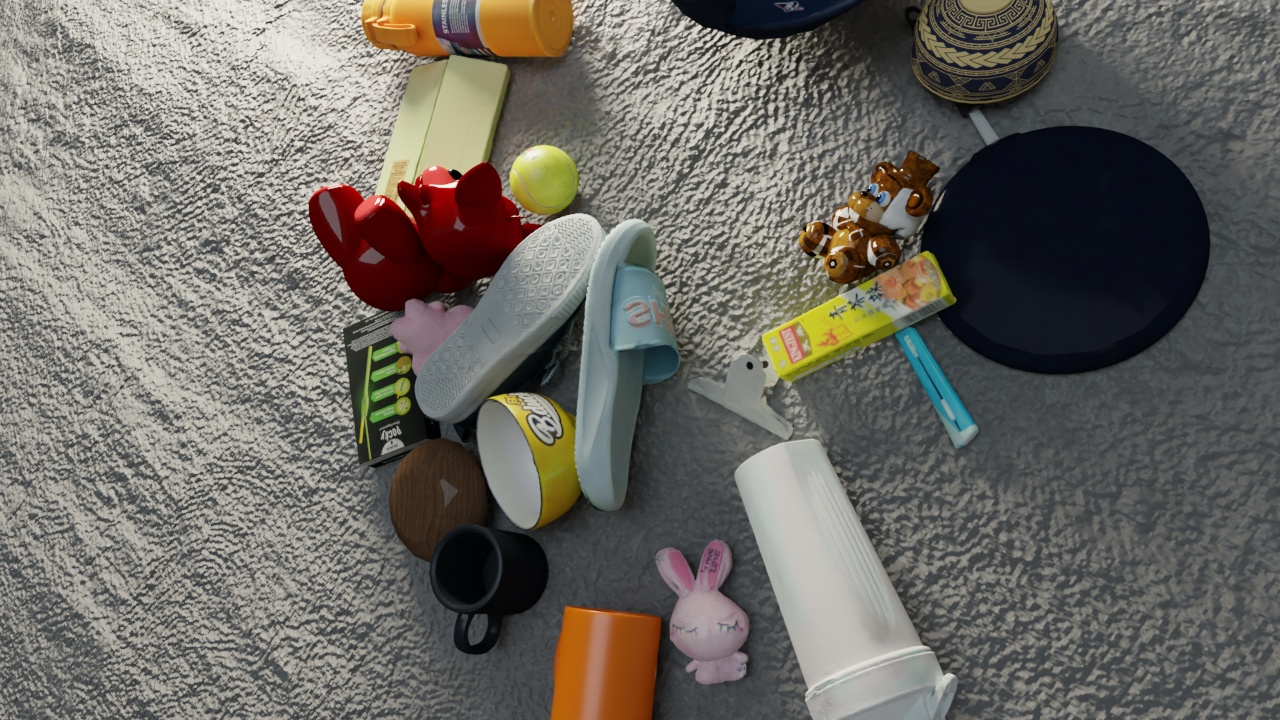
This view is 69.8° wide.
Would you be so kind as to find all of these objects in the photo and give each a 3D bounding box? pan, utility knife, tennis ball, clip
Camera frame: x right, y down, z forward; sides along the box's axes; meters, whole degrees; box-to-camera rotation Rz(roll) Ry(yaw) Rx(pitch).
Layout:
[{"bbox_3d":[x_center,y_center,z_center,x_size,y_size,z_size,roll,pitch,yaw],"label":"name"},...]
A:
[{"bbox_3d":[0.289,-0.155,0.725,0.199,0.021,0.356,-27,65,15],"label":"pan"},{"bbox_3d":[0.222,0.011,0.710,0.022,0.015,0.123,-43,58,33],"label":"utility knife"},{"bbox_3d":[-0.091,-0.172,0.875,0.065,0.065,0.065,-7,72,22],"label":"tennis ball"},{"bbox_3d":[0.092,0.020,0.765,0.102,0.040,0.054,28,107,27],"label":"clip"}]

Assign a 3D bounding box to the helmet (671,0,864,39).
[{"bbox_3d":[0.125,-0.376,0.747,0.273,0.222,0.232,19,98,37],"label":"helmet"}]

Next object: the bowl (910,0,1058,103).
[{"bbox_3d":[0.273,-0.268,0.727,0.112,0.061,0.112,-7,63,14],"label":"bowl"}]

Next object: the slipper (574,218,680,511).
[{"bbox_3d":[-0.005,0.004,0.768,0.074,0.104,0.245,3,76,13],"label":"slipper"}]

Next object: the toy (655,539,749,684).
[{"bbox_3d":[0.050,0.195,0.716,0.063,0.047,0.110,-18,65,10],"label":"toy"}]

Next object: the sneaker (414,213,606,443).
[{"bbox_3d":[-0.102,-0.024,0.825,0.236,0.087,0.089,-47,54,7],"label":"sneaker"}]

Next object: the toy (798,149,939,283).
[{"bbox_3d":[0.188,-0.114,0.730,0.113,0.067,0.087,-58,32,21],"label":"toy"}]

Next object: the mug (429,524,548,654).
[{"bbox_3d":[-0.131,0.196,0.779,0.071,0.077,0.105,5,77,25],"label":"mug"}]

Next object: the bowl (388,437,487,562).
[{"bbox_3d":[-0.193,0.129,0.837,0.118,0.030,0.118,-3,85,34],"label":"bowl"}]

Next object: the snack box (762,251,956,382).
[{"bbox_3d":[0.171,-0.032,0.726,0.148,0.029,0.040,-28,66,23],"label":"snack box"}]

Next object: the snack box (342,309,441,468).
[{"bbox_3d":[-0.248,0.023,0.912,0.080,0.025,0.147,-21,68,18],"label":"snack box"}]

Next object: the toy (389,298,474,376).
[{"bbox_3d":[-0.189,-0.020,0.863,0.099,0.096,0.053,-53,32,3],"label":"toy"}]

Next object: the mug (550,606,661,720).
[{"bbox_3d":[-0.038,0.248,0.731,0.113,0.077,0.095,-11,68,51],"label":"mug"}]

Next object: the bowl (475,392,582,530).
[{"bbox_3d":[-0.086,0.080,0.787,0.117,0.067,0.117,31,128,48],"label":"bowl"}]

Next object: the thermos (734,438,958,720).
[{"bbox_3d":[0.140,0.167,0.658,0.099,0.099,0.220,-28,63,15],"label":"thermos"}]

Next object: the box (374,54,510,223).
[{"bbox_3d":[-0.217,-0.228,0.963,0.141,0.047,0.187,9,80,29],"label":"box"}]

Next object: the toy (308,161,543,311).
[{"bbox_3d":[-0.188,-0.120,0.852,0.197,0.158,0.120,-16,63,18],"label":"toy"}]

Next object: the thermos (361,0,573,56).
[{"bbox_3d":[-0.191,-0.359,0.960,0.233,0.091,0.076,10,101,26],"label":"thermos"}]
